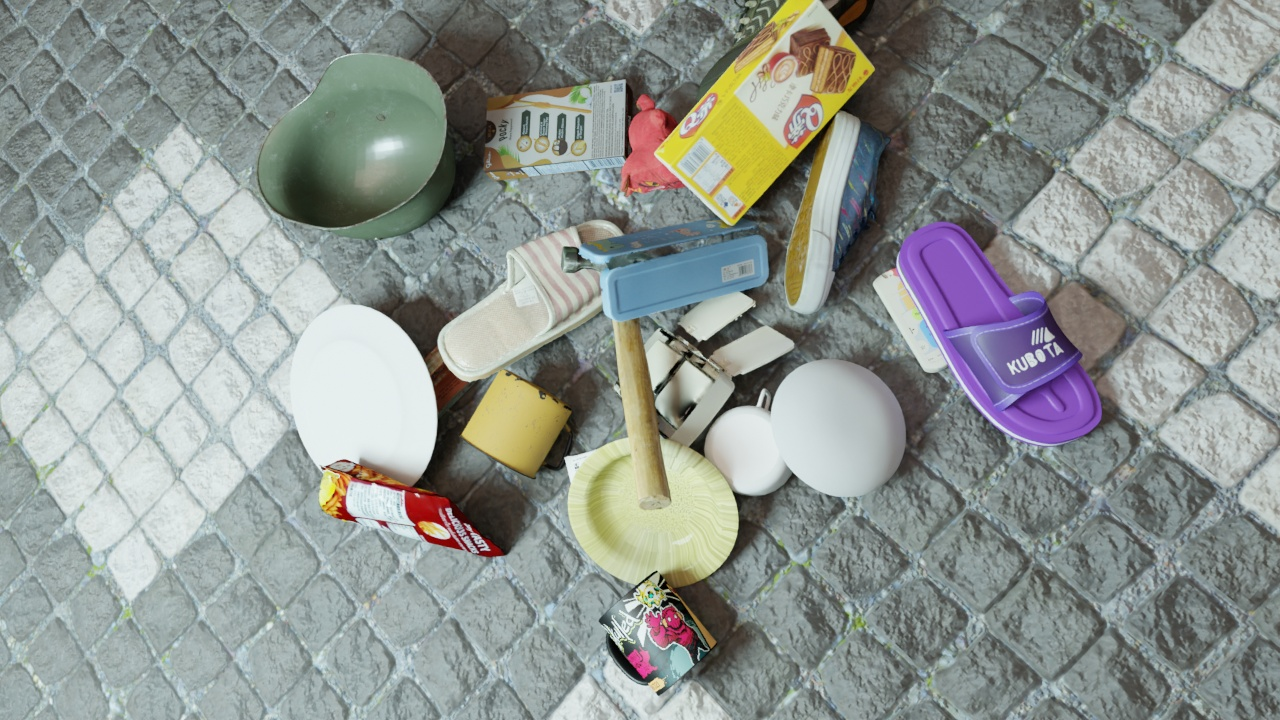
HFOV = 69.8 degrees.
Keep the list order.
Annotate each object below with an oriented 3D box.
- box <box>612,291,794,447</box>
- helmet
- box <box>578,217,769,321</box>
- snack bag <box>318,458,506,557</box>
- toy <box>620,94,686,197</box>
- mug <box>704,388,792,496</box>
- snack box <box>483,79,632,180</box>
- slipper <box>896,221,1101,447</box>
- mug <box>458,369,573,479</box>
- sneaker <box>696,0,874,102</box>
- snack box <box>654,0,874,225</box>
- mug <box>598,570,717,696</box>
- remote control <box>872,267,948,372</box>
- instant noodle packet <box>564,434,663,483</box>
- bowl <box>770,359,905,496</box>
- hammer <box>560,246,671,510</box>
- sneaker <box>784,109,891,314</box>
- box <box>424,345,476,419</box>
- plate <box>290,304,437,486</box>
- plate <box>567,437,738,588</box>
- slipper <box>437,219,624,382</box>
[{"bbox_3d":[0.067,0.004,1.013,0.187,0.058,0.144,-43,36,-2],"label":"box"},{"bbox_3d":[-0.339,-0.242,1.153,0.268,0.154,0.226,-5,75,11],"label":"helmet"},{"bbox_3d":[0.038,-0.105,1.023,0.208,0.073,0.085,-14,31,-24],"label":"box"},{"bbox_3d":[-0.269,0.179,1.058,0.208,0.139,0.066,13,56,24],"label":"snack bag"},{"bbox_3d":[0.003,-0.258,1.091,0.094,0.088,0.133,-21,72,15],"label":"toy"},{"bbox_3d":[0.122,0.088,0.988,0.094,0.068,0.115,14,82,19],"label":"mug"},{"bbox_3d":[-0.104,-0.289,1.157,0.186,0.031,0.101,-3,77,16],"label":"snack box"},{"bbox_3d":[0.360,-0.038,0.923,0.107,0.084,0.266,-28,70,-6],"label":"slipper"},{"bbox_3d":[-0.131,0.076,1.059,0.123,0.100,0.094,32,85,-20],"label":"mug"},{"bbox_3d":[0.139,-0.400,1.073,0.238,0.101,0.143,-38,69,5],"label":"sneaker"},{"bbox_3d":[0.135,-0.272,1.007,0.230,0.110,0.061,-48,30,9],"label":"snack box"},{"bbox_3d":[0.008,0.296,0.974,0.098,0.081,0.118,49,126,13],"label":"mug"},{"bbox_3d":[0.296,-0.045,0.991,0.038,0.018,0.125,-29,70,9],"label":"remote control"},{"bbox_3d":[-0.015,0.131,1.042,0.134,0.026,0.087,-20,73,12],"label":"instant noodle packet"},{"bbox_3d":[0.212,0.063,0.944,0.149,0.043,0.149,5,69,-12],"label":"bowl"},{"bbox_3d":[-0.006,0.006,0.975,0.132,0.033,0.329,1,54,-15],"label":"hammer"},{"bbox_3d":[0.220,-0.158,1.017,0.079,0.087,0.235,16,80,-6],"label":"sneaker"},{"bbox_3d":[-0.242,0.020,1.121,0.071,0.056,0.187,43,95,-11],"label":"box"},{"bbox_3d":[-0.345,0.053,1.112,0.243,0.016,0.242,6,102,28],"label":"plate"},{"bbox_3d":[0.015,0.159,0.996,0.184,0.036,0.184,4,112,11],"label":"plate"},{"bbox_3d":[-0.123,-0.078,1.075,0.262,0.052,0.115,-37,76,-10],"label":"slipper"}]
